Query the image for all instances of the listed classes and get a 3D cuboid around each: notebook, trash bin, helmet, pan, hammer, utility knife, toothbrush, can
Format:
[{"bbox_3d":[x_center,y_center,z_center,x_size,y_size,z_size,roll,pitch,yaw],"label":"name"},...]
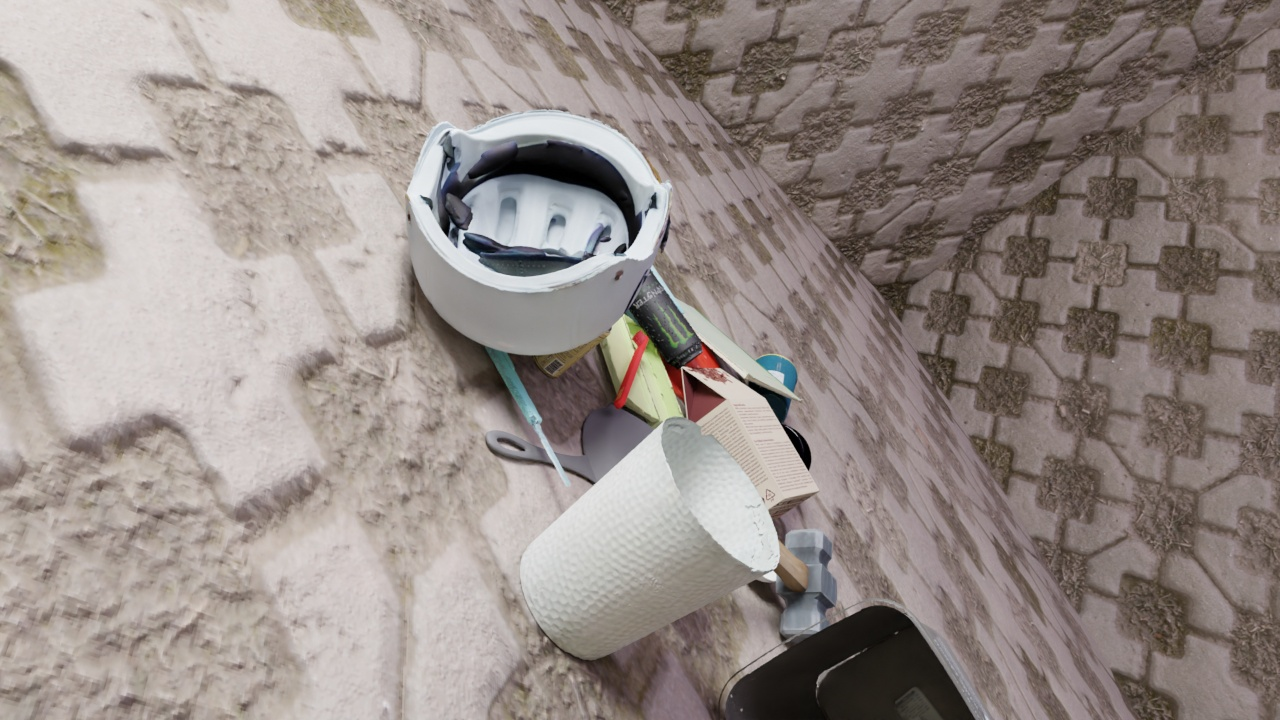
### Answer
[{"bbox_3d":[0.112,-0.030,1.338,0.252,0.010,0.181,44,12,35],"label":"notebook"},{"bbox_3d":[0.001,0.142,0.697,0.133,0.162,0.133,43,22,-22],"label":"trash bin"},{"bbox_3d":[-0.097,-0.112,0.868,0.236,0.164,0.263,14,46,-1],"label":"helmet"},{"bbox_3d":[0.218,0.333,0.820,0.220,0.198,0.197,27,32,-61],"label":"trash bin"},{"bbox_3d":[-0.021,0.109,0.905,0.354,0.024,0.216,24,34,-51],"label":"pan"},{"bbox_3d":[0.120,0.180,0.913,0.323,0.051,0.117,47,43,-45],"label":"hammer"},{"bbox_3d":[-0.099,0.045,0.827,0.022,0.016,0.177,27,23,-51],"label":"utility knife"},{"bbox_3d":[-0.012,0.005,1.039,0.018,0.012,0.212,51,19,-12],"label":"toothbrush"},{"bbox_3d":[-0.069,-0.020,0.937,0.038,0.080,0.038,43,22,-22],"label":"can"},{"bbox_3d":[0.024,-0.056,1.171,0.137,0.054,0.053,55,21,4],"label":"can"}]

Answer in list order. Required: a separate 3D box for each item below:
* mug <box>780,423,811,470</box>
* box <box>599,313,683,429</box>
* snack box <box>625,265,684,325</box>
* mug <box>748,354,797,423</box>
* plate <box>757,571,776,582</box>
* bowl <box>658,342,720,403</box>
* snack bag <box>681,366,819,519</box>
[{"bbox_3d":[0.175,0.123,1.237,0.119,0.085,0.100,28,0,25],"label":"mug"},{"bbox_3d":[-0.007,0.006,1.104,0.137,0.024,0.187,38,24,-46],"label":"box"},{"bbox_3d":[-0.015,-0.119,1.260,0.174,0.053,0.074,58,21,11],"label":"snack box"},{"bbox_3d":[0.199,0.050,1.406,0.078,0.078,0.121,47,25,-11],"label":"mug"},{"bbox_3d":[0.118,0.207,1.030,0.104,0.026,0.104,44,21,-22],"label":"plate"},{"bbox_3d":[0.071,0.008,1.239,0.130,0.045,0.130,43,22,-22],"label":"bowl"},{"bbox_3d":[0.125,0.094,1.146,0.094,0.070,0.206,3,53,-54],"label":"snack bag"}]
